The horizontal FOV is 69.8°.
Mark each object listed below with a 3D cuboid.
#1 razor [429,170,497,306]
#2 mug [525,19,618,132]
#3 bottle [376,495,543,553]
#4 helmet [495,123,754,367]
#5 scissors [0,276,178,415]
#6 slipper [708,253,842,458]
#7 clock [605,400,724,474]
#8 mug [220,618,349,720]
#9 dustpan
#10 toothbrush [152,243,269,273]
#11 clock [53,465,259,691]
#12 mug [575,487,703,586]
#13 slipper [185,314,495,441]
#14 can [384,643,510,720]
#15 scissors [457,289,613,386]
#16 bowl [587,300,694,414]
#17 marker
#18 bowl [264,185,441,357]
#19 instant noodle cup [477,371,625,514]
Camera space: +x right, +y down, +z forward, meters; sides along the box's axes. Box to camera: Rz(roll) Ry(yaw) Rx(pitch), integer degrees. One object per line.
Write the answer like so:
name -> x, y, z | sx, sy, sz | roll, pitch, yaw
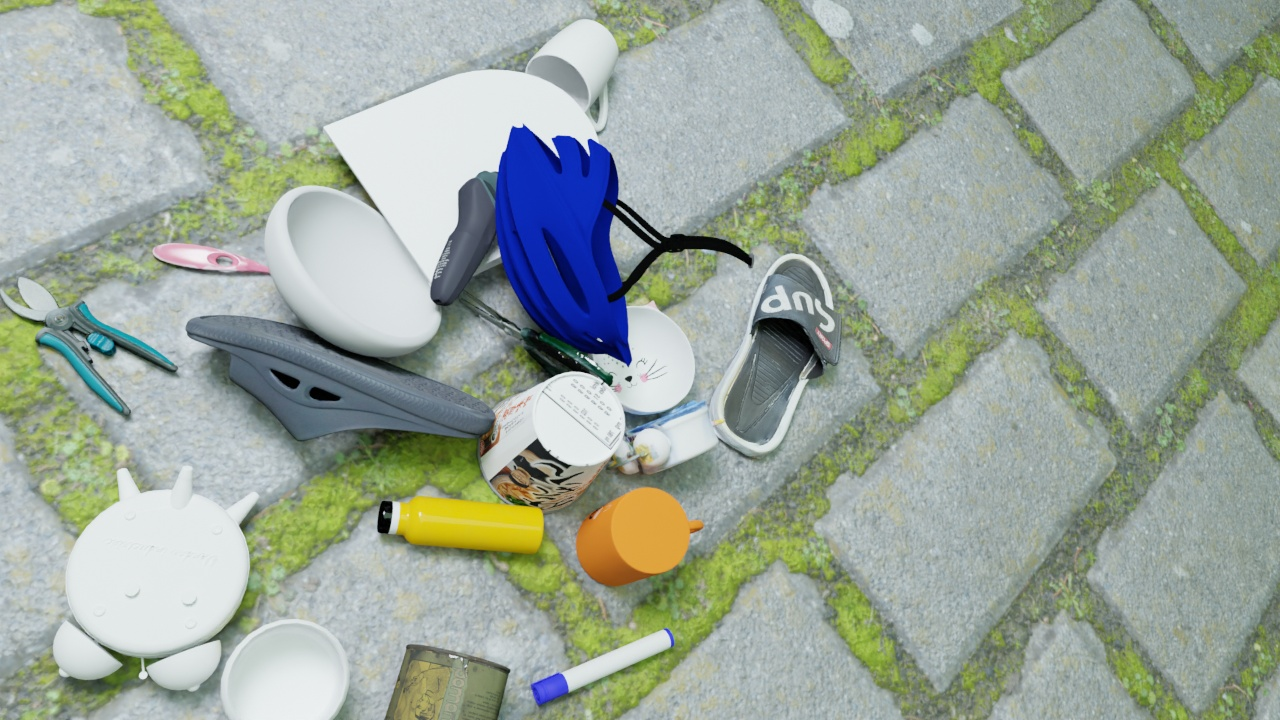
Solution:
razor -> -0.165, -0.115, 0.869 | 0.052, 0.047, 0.142 | 38, 61, -35
mug -> -0.065, -0.318, 1.037 | 0.114, 0.081, 0.087 | 57, 47, -33
bottle -> -0.162, 0.148, 0.829 | 0.143, 0.043, 0.043 | 9, 67, -21
helmet -> -0.018, -0.118, 0.852 | 0.228, 0.147, 0.241 | -14, 99, 7
scissors -> -0.461, -0.013, 0.771 | 0.154, 0.019, 0.126 | 0, 69, -22
slipper -> 0.163, -0.014, 1.027 | 0.111, 0.063, 0.263 | 35, 63, -9
clock -> 0.020, 0.081, 0.912 | 0.125, 0.089, 0.052 | -21, 87, -30
mug -> -0.286, 0.259, 0.717 | 0.115, 0.068, 0.094 | -39, 89, -30
dustpan -> -0.164, -0.198, 0.954 | 0.257, 0.053, 0.191 | -34, 87, -29
toothbrush -> -0.372, -0.089, 0.840 | 0.135, 0.016, 0.021 | 9, 77, -21
clock -> -0.372, 0.167, 0.711 | 0.125, 0.073, 0.160 | 14, 66, -19
mug -> 0.007, 0.166, 0.868 | 0.112, 0.096, 0.077 | -3, 72, -25
slipper -> -0.264, 0.032, 0.807 | 0.268, 0.111, 0.083 | 21, 94, -17
can -> -0.159, 0.282, 0.753 | 0.090, 0.090, 0.074 | 21, 64, -16
scissors -> -0.102, -0.007, 0.910 | 0.210, 0.137, 0.015 | 31, 74, 23
bowl -> -0.006, 0.006, 0.948 | 0.114, 0.051, 0.114 | 8, 67, -21
marker -> -0.033, 0.282, 0.852 | 0.141, 0.020, 0.020 | -15, 77, -28
bowl -> -0.268, -0.069, 0.830 | 0.176, 0.066, 0.176 | 42, 25, -26
instant noodle cup -> -0.076, 0.070, 0.851 | 0.123, 0.122, 0.123 | 8, 68, -21
